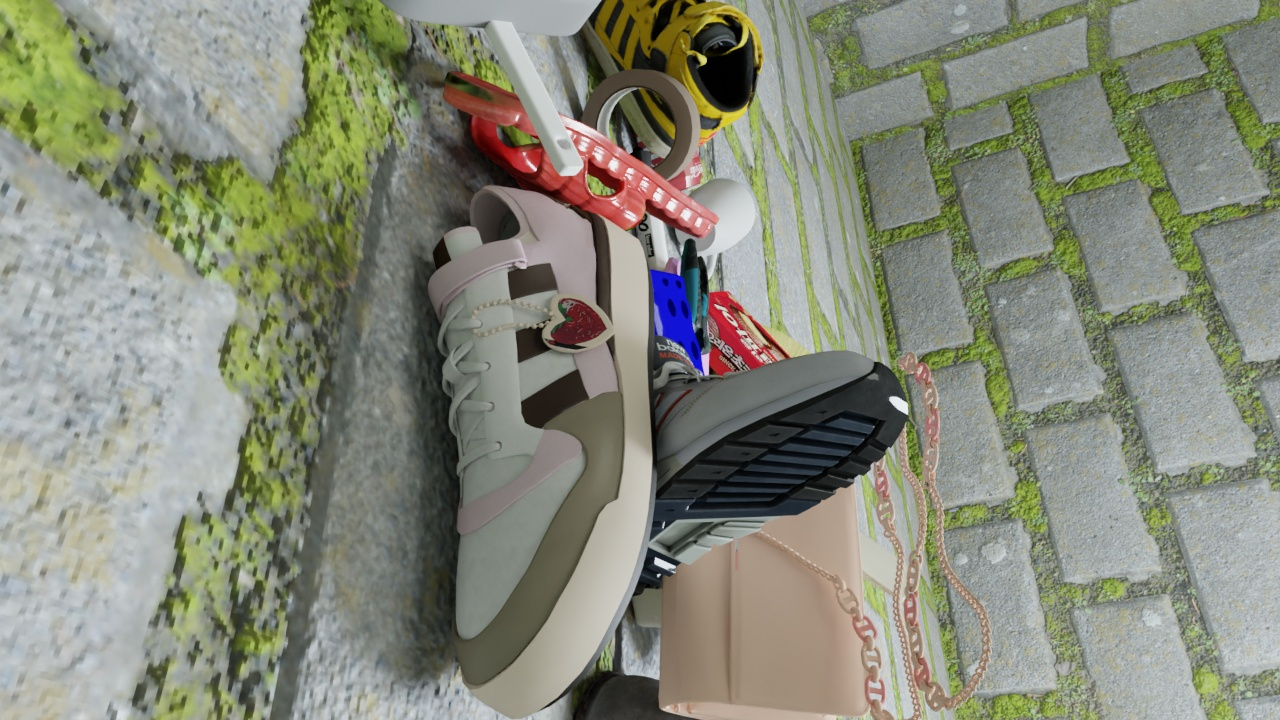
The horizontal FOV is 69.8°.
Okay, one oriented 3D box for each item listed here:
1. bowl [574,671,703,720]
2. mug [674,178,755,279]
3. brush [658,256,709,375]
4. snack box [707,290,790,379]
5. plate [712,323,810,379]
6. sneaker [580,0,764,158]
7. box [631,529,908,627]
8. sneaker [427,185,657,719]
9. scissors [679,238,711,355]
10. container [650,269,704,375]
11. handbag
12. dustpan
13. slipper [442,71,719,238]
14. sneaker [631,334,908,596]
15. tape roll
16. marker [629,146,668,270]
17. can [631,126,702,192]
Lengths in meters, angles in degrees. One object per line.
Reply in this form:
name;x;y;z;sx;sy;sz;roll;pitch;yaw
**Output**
bowl;0.019;0.257;0.543;0.144;0.067;0.145;-14;90;-70
mug;0.070;-0.128;0.957;0.089;0.071;0.107;-43;146;-58
brush;0.021;0.016;0.743;0.228;0.043;0.089;-85;153;-42
snack box;0.109;0.000;0.899;0.152;0.036;0.132;48;18;9
plate;0.144;0.041;0.987;0.184;0.036;0.184;22;41;-21
sneaker;0.018;-0.298;0.784;0.085;0.122;0.238;-33;105;-31
box;0.098;0.165;0.661;0.143;0.182;0.081;-31;113;-66
sneaker;-0.065;0.019;0.460;0.116;0.112;0.293;30;48;-28
scissors;0.048;-0.035;0.757;0.134;0.019;0.130;-32;107;-67
container;-0.004;0.004;0.628;0.085;0.085;0.113;-2;77;-68
handbag;0.082;0.097;0.510;0.188;0.116;0.198;115;-17;-56
dustpan;-0.084;-0.216;0.494;0.162;0.033;0.257;-14;72;-44
slipper;-0.039;-0.116;0.599;0.248;0.103;0.059;18;102;-54
sneaker;0.025;0.034;0.505;0.088;0.240;0.124;27;39;-36
tape roll;0.000;-0.189;0.751;0.030;0.094;0.094;-45;119;-67
marker;0.006;-0.136;0.831;0.025;0.025;0.125;28;51;-64
can;0.025;-0.210;0.889;0.054;0.054;0.096;-48;122;-66
